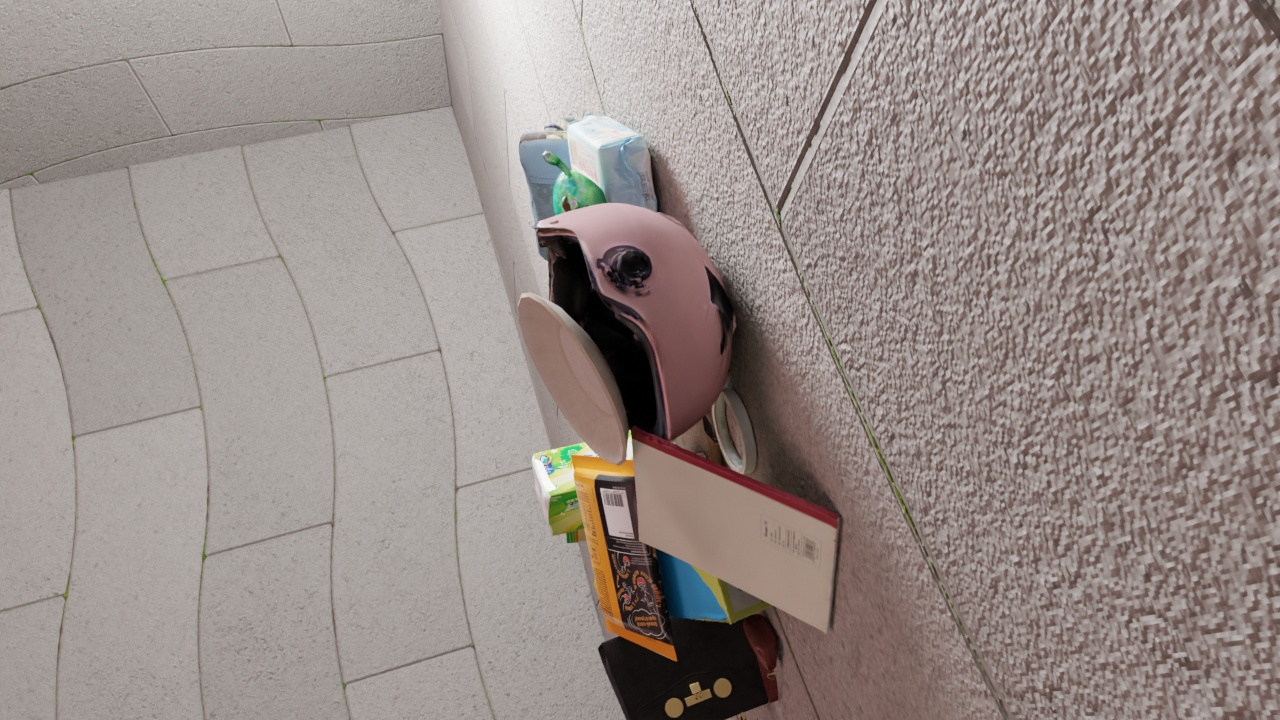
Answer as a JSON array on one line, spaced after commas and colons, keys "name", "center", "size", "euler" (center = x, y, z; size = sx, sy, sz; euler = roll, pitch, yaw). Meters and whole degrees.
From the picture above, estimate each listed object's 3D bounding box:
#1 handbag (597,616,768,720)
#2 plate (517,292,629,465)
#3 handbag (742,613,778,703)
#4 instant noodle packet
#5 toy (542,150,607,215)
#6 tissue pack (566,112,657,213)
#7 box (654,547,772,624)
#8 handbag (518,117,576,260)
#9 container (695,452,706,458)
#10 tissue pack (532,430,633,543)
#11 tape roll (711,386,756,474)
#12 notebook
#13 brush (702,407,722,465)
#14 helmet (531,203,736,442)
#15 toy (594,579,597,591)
[{"name": "handbag", "center": [0.066, 0.409, 1.109], "size": [0.072, 0.175, 0.195], "euler": [106, 145, -66]}, {"name": "plate", "center": [-0.058, 0.013, 0.886], "size": [0.188, 0.027, 0.189], "euler": [49, 158, 27]}, {"name": "handbag", "center": [0.143, 0.347, 1.041], "size": [0.055, 0.029, 0.120], "euler": [-120, 14, -59]}, {"name": "instant noodle packet", "center": [-0.023, 0.216, 1.038], "size": [0.160, 0.032, 0.221], "euler": [-5, 97, 60]}, {"name": "toy", "center": [-0.070, -0.148, 1.024], "size": [0.194, 0.072, 0.130], "euler": [83, 164, -64]}, {"name": "tissue pack", "center": [-0.030, -0.216, 1.067], "size": [0.182, 0.070, 0.112], "euler": [-130, 28, -59]}, {"name": "box", "center": [0.058, 0.217, 1.009], "size": [0.221, 0.080, 0.124], "euler": [-29, 76, 63]}, {"name": "handbag", "center": [-0.087, -0.228, 1.231], "size": [0.118, 0.122, 0.192], "euler": [-68, -26, -47]}, {"name": "container", "center": [0.063, 0.170, 1.131], "size": [0.081, 0.049, 0.129], "euler": [145, 110, -78]}, {"name": "tissue pack", "center": [-0.050, 0.197, 1.329], "size": [0.120, 0.197, 0.142], "euler": [-110, 13, -55]}, {"name": "tape roll", "center": [0.096, 0.073, 0.951], "size": [0.093, 0.013, 0.093], "euler": [165, 91, -79]}, {"name": "notebook", "center": [0.081, 0.154, 0.835], "size": [0.209, 0.012, 0.153], "euler": [21, 134, 29]}, {"name": "brush", "center": [0.082, 0.082, 1.033], "size": [0.039, 0.012, 0.151], "euler": [-129, 27, -62]}, {"name": "helmet", "center": [0.005, -0.041, 0.902], "size": [0.255, 0.152, 0.230], "euler": [52, 157, 37]}, {"name": "toy", "center": [0.008, 0.236, 1.229], "size": [0.134, 0.207, 0.092], "euler": [31, 179, 26]}]
